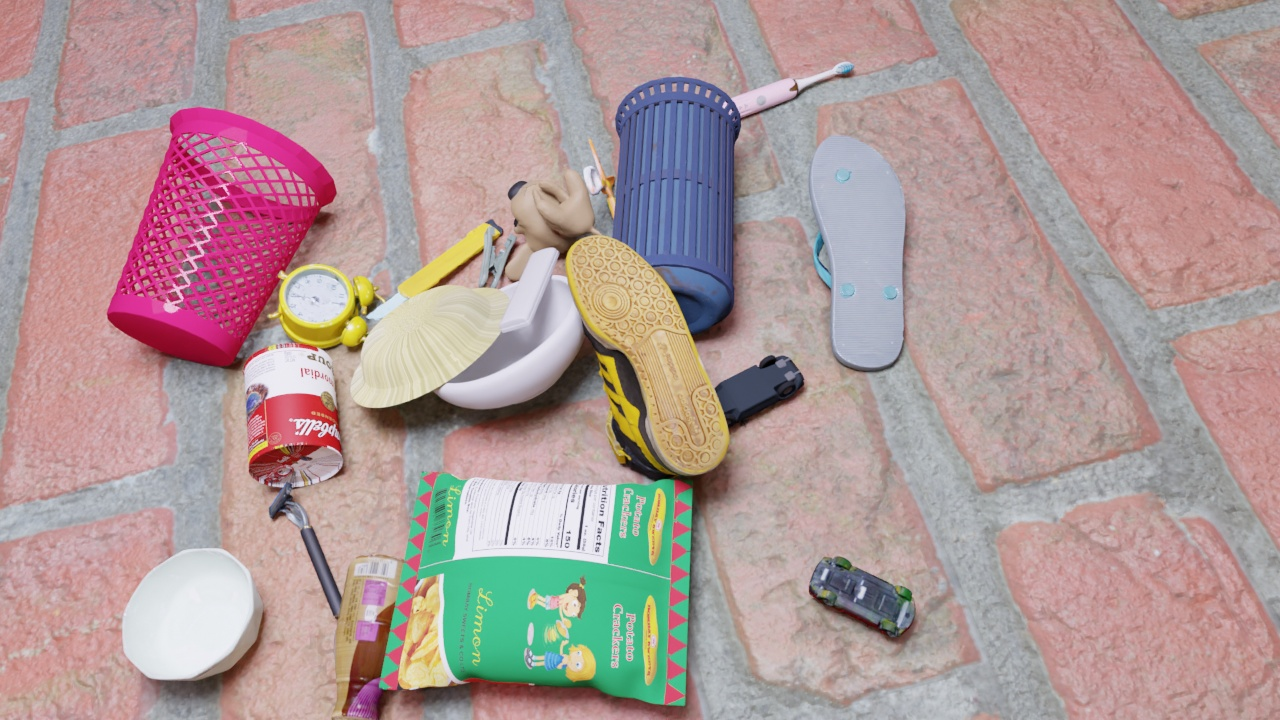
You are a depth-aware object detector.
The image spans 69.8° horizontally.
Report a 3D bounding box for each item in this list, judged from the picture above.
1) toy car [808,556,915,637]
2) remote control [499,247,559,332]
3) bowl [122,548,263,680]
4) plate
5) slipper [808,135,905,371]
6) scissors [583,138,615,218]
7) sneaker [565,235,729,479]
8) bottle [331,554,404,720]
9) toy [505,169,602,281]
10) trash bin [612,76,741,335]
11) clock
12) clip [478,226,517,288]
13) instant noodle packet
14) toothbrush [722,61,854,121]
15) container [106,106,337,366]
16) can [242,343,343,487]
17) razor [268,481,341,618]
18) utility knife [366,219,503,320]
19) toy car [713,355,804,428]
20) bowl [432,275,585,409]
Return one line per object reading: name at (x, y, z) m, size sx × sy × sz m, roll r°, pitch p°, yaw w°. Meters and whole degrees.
toy car at (0.190, 0.204, 0.789) m, size 0.091 × 0.036 × 0.042 m, roll 21°, pitch 63°, yaw 18°
remote control at (-0.111, -0.073, 0.919) m, size 0.033 × 0.012 × 0.130 m, roll -15°, pitch 34°, yaw 21°
bowl at (-0.392, 0.233, 0.822) m, size 0.117 × 0.061 × 0.117 m, roll -3°, pitch 60°, yaw 4°
plate at (-0.221, -0.030, 0.922) m, size 0.184 × 0.036 × 0.184 m, roll -21°, pitch 33°, yaw 14°
slipper at (0.234, -0.113, 0.972) m, size 0.098 × 0.055 × 0.268 m, roll -3°, pitch 70°, yaw 1°
scissors at (-0.041, -0.194, 1.018) m, size 0.011 × 0.128 × 0.125 m, roll -23°, pitch 77°, yaw 14°
sneaker at (-0.005, 0.005, 0.863) m, size 0.086 × 0.122 × 0.238 m, roll -23°, pitch 80°, yaw -19°
bottle at (-0.237, 0.255, 0.793) m, size 0.060 × 0.060 × 0.165 m, roll -1°, pitch 60°, yaw 6°
toy at (-0.092, -0.153, 0.986) m, size 0.106 × 0.108 × 0.134 m, roll 47°, pitch 67°, yaw -20°
trash bin at (0.035, -0.156, 0.963) m, size 0.139 × 0.139 × 0.249 m, roll 0°, pitch 61°, yaw 6°
clock at (-0.332, -0.056, 0.985) m, size 0.118 × 0.057 × 0.083 m, roll 10°, pitch 65°, yaw -12°
clip at (-0.169, -0.115, 1.018) m, size 0.050 × 0.023 × 0.078 m, roll 31°, pitch 58°, yaw -9°
instant noodle packet at (-0.084, 0.191, 0.796) m, size 0.253 × 0.090 × 0.195 m, roll 1°, pitch 59°, yaw 5°
toothbrush at (0.157, -0.321, 1.109) m, size 0.222 × 0.027 × 0.026 m, roll -22°, pitch 31°, yaw -6°
container at (-0.458, -0.122, 0.985) m, size 0.183 × 0.183 × 0.225 m, roll 10°, pitch 69°, yaw 12°
can at (-0.344, 0.054, 0.908) m, size 0.086 × 0.087 × 0.116 m, roll -15°, pitch 59°, yaw -3°
razor at (-0.310, 0.182, 0.869) m, size 0.043 × 0.022 × 0.144 m, roll -50°, pitch 63°, yaw 26°
utility knife at (-0.225, -0.101, 1.014) m, size 0.030 × 0.018 × 0.190 m, roll 29°, pitch 54°, yaw 28°
toy car at (0.106, 0.033, 0.901) m, size 0.112 × 0.034 × 0.046 m, roll -26°, pitch 61°, yaw -11°
bowl at (-0.124, -0.008, 0.915) m, size 0.177 × 0.066 × 0.176 m, roll -21°, pitch 33°, yaw 14°
